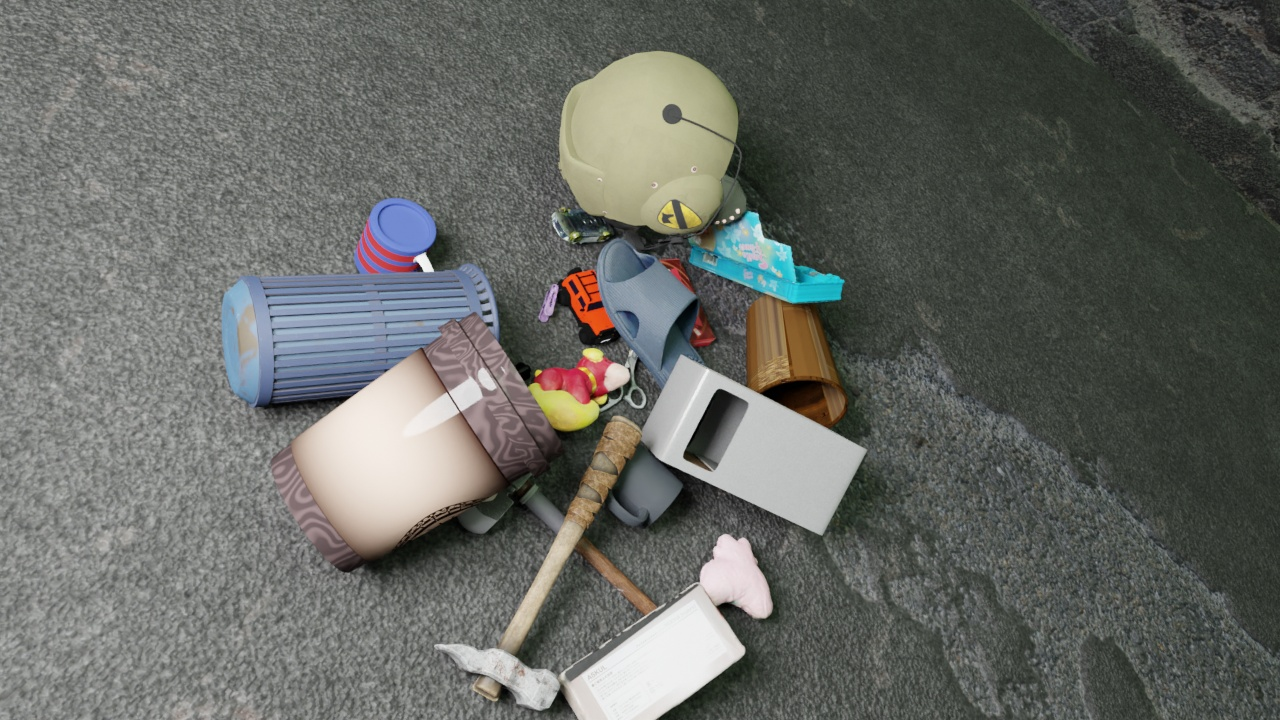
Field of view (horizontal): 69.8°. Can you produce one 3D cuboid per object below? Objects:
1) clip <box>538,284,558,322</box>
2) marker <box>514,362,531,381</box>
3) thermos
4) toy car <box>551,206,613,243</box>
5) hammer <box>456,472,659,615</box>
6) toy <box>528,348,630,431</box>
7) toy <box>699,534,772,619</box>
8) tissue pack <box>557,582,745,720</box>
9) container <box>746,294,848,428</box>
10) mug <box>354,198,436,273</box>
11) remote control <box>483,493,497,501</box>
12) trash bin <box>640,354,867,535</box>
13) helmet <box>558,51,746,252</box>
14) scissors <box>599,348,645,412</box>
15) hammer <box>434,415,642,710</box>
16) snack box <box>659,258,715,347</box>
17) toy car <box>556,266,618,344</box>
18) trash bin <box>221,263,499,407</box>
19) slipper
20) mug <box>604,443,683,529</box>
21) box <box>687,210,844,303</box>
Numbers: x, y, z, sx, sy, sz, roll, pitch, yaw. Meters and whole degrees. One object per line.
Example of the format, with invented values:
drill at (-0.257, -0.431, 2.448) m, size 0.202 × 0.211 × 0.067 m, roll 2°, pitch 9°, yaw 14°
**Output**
clip at (-0.114, -0.075, 1.157) m, size 0.013 × 0.037 × 0.053 m, roll 25°, pitch 37°, yaw -18°
marker at (-0.174, 0.034, 1.050) m, size 0.125 × 0.025 × 0.025 m, roll -32°, pitch 80°, yaw -41°
thermos at (-0.208, 0.081, 0.861) m, size 0.226 × 0.173 × 0.172 m, roll -33°, pitch 80°, yaw -9°
toy car at (-0.081, -0.180, 1.238) m, size 0.105 × 0.033 × 0.048 m, roll -13°, pitch 72°, yaw -54°
hammer at (-0.045, 0.220, 1.003) m, size 0.322 × 0.043 × 0.155 m, roll 44°, pitch 48°, yaw -3°
toy at (-0.082, 0.034, 1.083) m, size 0.105 × 0.067 × 0.137 m, roll 29°, pitch 40°, yaw 22°
toy at (0.110, 0.248, 1.069) m, size 0.099 × 0.053 × 0.095 m, roll 18°, pitch 51°, yaw -20°
tissue pack at (0.011, 0.322, 0.949) m, size 0.181 × 0.071 × 0.104 m, roll -28°, pitch 76°, yaw -28°
container at (0.201, 0.000, 1.245) m, size 0.132 × 0.132 × 0.167 m, roll 17°, pitch 47°, yaw -22°
mug at (-0.271, -0.120, 1.054) m, size 0.074 × 0.076 × 0.112 m, roll -33°, pitch 81°, yaw -41°
remote control at (-0.206, 0.130, 0.932) m, size 0.125 × 0.018 × 0.038 m, roll -7°, pitch 54°, yaw 1°
trash bin at (0.133, 0.100, 1.106) m, size 0.228 × 0.114 × 0.114 m, roll 26°, pitch 93°, yaw -15°
helmet at (0.009, -0.272, 1.183) m, size 0.232 × 0.256 × 0.249 m, roll 18°, pitch 53°, yaw -24°
scissors at (-0.020, -0.001, 1.170) m, size 0.090 × 0.014 × 0.171 m, roll 10°, pitch 63°, yaw -29°
hammer at (-0.082, 0.193, 0.940) m, size 0.121 × 0.049 × 0.317 m, roll 34°, pitch 63°, yaw -10°
snack box at (0.040, -0.077, 1.258) m, size 0.089 × 0.021 × 0.133 m, roll -8°, pitch 66°, yaw -35°
toy car at (-0.065, -0.070, 1.170) m, size 0.051 × 0.049 × 0.100 m, roll -18°, pitch 72°, yaw -39°
trash bin at (-0.288, -0.027, 0.944) m, size 0.249 × 0.140 × 0.139 m, roll -5°, pitch 64°, yaw -33°
slipper at (0.039, -0.041, 1.156) m, size 0.101 × 0.083 × 0.263 m, roll -39°, pitch 101°, yaw -43°
mug at (-0.008, 0.148, 1.040) m, size 0.077 × 0.071 × 0.104 m, roll 43°, pitch 27°, yaw -1°
box at (0.147, -0.141, 1.245) m, size 0.172 × 0.227 × 0.083 m, roll 35°, pitch 87°, yaw -40°
